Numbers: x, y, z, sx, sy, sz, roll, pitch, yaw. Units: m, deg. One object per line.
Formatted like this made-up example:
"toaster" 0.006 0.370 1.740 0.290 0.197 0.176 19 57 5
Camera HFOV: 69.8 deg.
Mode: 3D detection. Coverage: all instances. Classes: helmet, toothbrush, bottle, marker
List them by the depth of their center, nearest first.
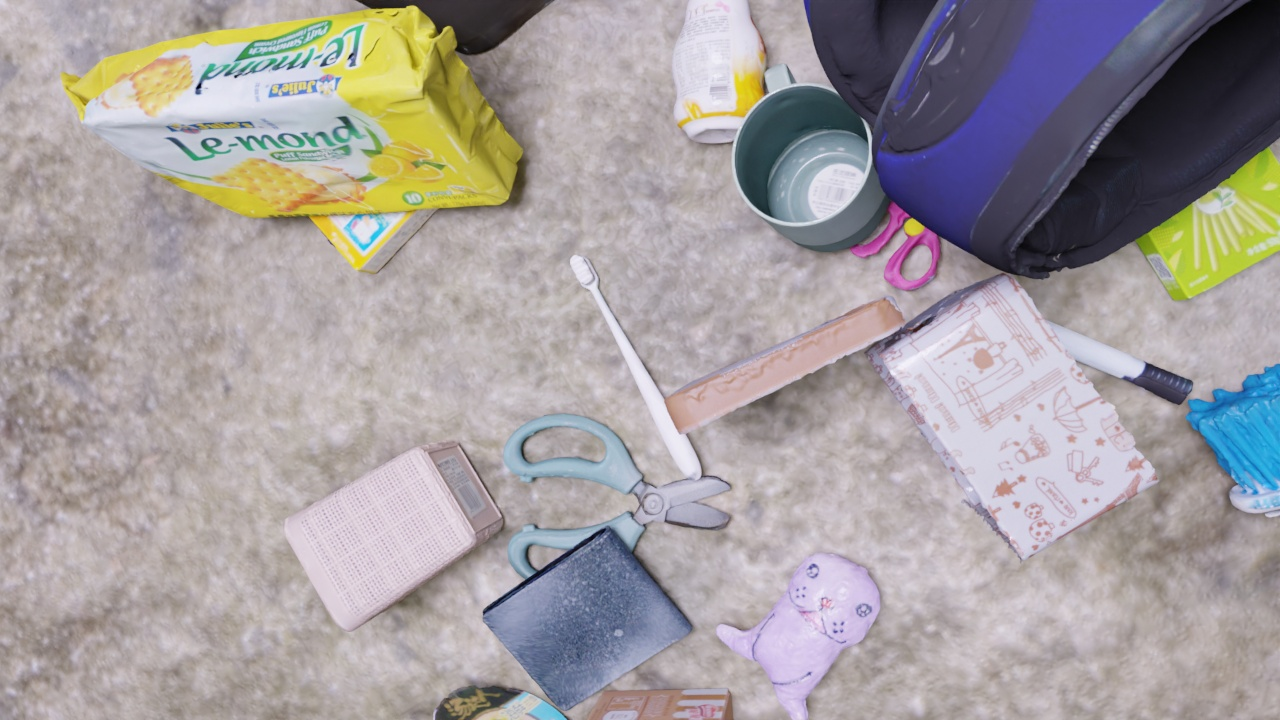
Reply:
"helmet" 0.196 -0.192 0.442 0.240 0.314 0.248 51 141 23
"marker" 0.286 -0.005 0.587 0.131 0.022 0.018 24 125 9
"bottle" 0.052 -0.202 0.607 0.063 0.063 0.108 -2 91 11
"toothbrush" -0.004 0.004 0.641 0.016 0.016 0.180 -30 82 10

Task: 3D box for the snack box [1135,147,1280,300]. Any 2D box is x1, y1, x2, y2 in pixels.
"snack box" 0.335 -0.125 0.572 0.086 0.026 0.156 -30 85 10

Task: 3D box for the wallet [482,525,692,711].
"wallet" -0.039 0.185 0.648 0.121 0.019 0.097 -36 98 14

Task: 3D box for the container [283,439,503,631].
"container" -0.168 0.116 0.648 0.111 0.090 0.090 -33 85 7

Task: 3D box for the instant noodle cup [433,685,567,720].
"instant noodle cup" -0.110 0.309 0.635 0.111 0.111 0.120 25 103 9

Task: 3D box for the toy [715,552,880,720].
"toy" 0.112 0.176 0.618 0.084 0.039 0.108 42 100 19

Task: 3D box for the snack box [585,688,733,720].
"snack box" 0.013 0.274 0.612 0.094 0.092 0.077 -5 90 11

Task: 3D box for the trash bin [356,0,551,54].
"trash bin" -0.130 -0.315 0.562 0.199 0.219 0.199 -34 84 11

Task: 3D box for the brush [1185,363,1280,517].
"brush" 0.493 0.019 0.535 0.315 0.060 0.109 -23 92 8

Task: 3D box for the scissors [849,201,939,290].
"scissors" 0.191 -0.116 0.609 0.072 0.017 0.137 33 93 17

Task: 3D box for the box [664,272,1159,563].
"box" 0.149 0.045 0.536 0.218 0.180 0.157 -25 88 8

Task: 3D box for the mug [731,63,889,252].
"mug" 0.106 -0.127 0.573 0.082 0.106 0.111 -21 79 20

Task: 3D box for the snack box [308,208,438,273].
"snack box" -0.182 -0.142 0.671 0.140 0.033 0.087 -44 83 11

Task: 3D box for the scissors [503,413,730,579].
"scissors" -0.021 0.117 0.654 0.179 0.019 0.161 15 94 9

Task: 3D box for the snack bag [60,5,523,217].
"snack bag" -0.207 -0.151 0.584 0.247 0.158 0.068 -2 76 11
